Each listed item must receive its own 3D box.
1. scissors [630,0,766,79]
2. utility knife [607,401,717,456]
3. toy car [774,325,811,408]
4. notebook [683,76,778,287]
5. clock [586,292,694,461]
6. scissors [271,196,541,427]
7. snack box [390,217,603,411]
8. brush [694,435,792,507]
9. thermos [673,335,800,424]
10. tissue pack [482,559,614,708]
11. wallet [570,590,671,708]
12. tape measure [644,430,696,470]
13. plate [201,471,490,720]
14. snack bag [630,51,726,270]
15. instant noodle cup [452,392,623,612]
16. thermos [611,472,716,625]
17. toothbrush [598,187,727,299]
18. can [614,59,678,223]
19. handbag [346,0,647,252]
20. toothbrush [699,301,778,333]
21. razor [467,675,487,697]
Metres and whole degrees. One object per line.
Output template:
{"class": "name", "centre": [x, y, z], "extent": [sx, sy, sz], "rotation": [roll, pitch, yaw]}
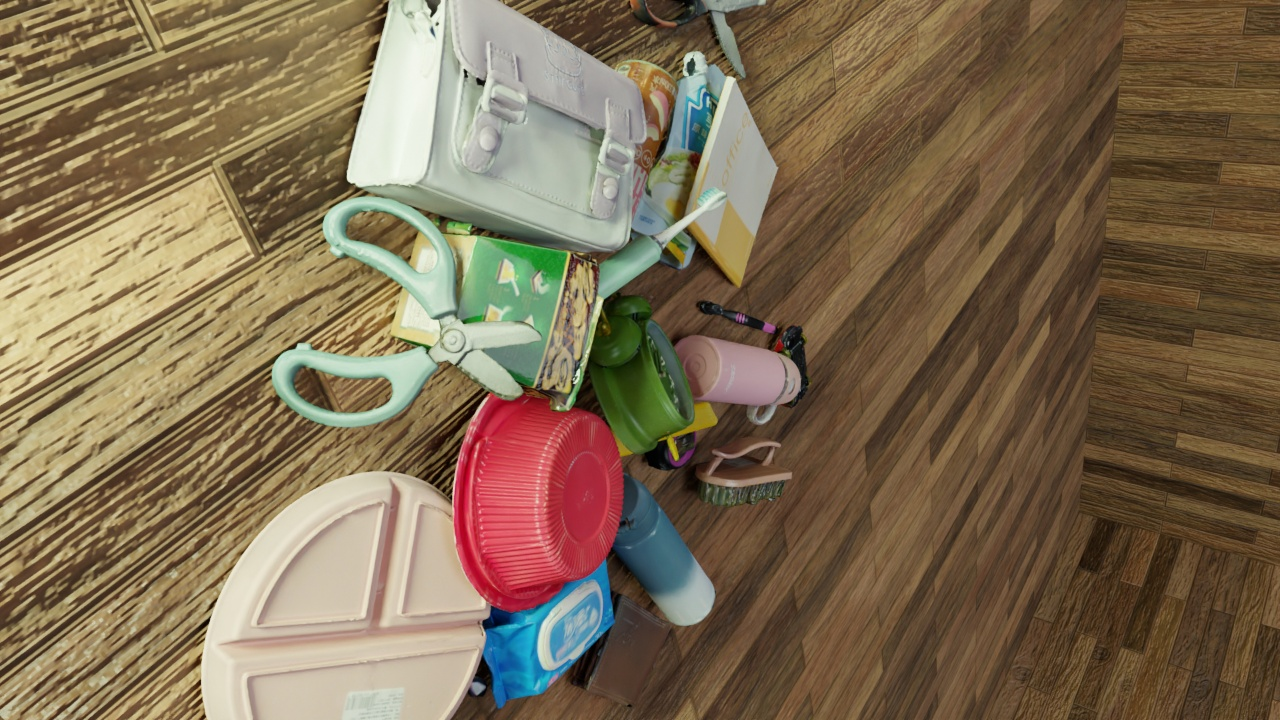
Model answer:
{"class": "scissors", "centre": [0.058, -0.342, 0.843], "extent": [0.188, 0.015, 0.223], "rotation": [-55, 139, -27]}
{"class": "utility knife", "centre": [0.011, 0.068, 0.886], "extent": [0.154, 0.015, 0.033], "rotation": [-12, 102, -31]}
{"class": "toy car", "centre": [0.183, 0.006, 1.123], "extent": [0.049, 0.031, 0.106], "rotation": [-41, 133, -40]}
{"class": "notebook", "centre": [0.094, -0.169, 0.920], "extent": [0.206, 0.010, 0.145], "rotation": [33, 73, -67]}
{"class": "clock", "centre": [-0.005, 0.005, 0.804], "extent": [0.161, 0.056, 0.116], "rotation": [63, 15, -16]}
{"class": "scissors", "centre": [-0.158, -0.010, 0.579], "extent": [0.178, 0.173, 0.019], "rotation": [-48, 178, -5]}
{"class": "snack box", "centre": [-0.108, -0.036, 0.653], "extent": [0.105, 0.118, 0.117], "rotation": [16, 87, -43]}
{"class": "brush", "centre": [0.112, 0.124, 1.042], "extent": [0.145, 0.063, 0.073], "rotation": [3, 103, -52]}
{"class": "thermos", "centre": [0.105, 0.024, 0.996], "extent": [0.198, 0.067, 0.087], "rotation": [10, 101, -56]}
{"class": "tissue pack", "centre": [-0.080, 0.233, 0.822], "extent": [0.156, 0.052, 0.095], "rotation": [-32, 126, -44]}
{"class": "wallet", "centre": [-0.017, 0.302, 0.953], "extent": [0.124, 0.032, 0.101], "rotation": [48, 61, -51]}
{"class": "tape measure", "centre": [0.031, 0.082, 0.934], "extent": [0.057, 0.039, 0.057], "rotation": [-32, 126, -44]}
{"class": "plate", "centre": [-0.191, 0.194, 0.651], "extent": [0.229, 0.028, 0.229], "rotation": [-8, 100, -51]}
{"class": "snack bag", "centre": [0.046, -0.189, 0.864], "extent": [0.110, 0.039, 0.191], "rotation": [29, 76, -47]}
{"class": "instant noodle cup", "centre": [-0.069, 0.109, 0.747], "extent": [0.193, 0.066, 0.194], "rotation": [0, 90, -64]}
{"class": "thermos", "centre": [0.014, 0.193, 0.929], "extent": [0.070, 0.070, 0.220], "rotation": [-56, 140, -25]}
{"class": "toothbrush", "centre": [-0.016, -0.077, 0.754], "extent": [0.224, 0.027, 0.026], "rotation": [-36, 144, -12]}
{"class": "can", "centre": [-0.017, -0.172, 0.763], "extent": [0.058, 0.058, 0.147], "rotation": [29, 78, -54]}
{"class": "handbag", "centre": [-0.087, -0.164, 0.641], "extent": [0.196, 0.099, 0.145], "rotation": [10, 84, -52]}
{"class": "toothbrush", "centre": [0.117, -0.046, 1.029], "extent": [0.189, 0.018, 0.014], "rotation": [12, 90, -56]}
{"class": "razor", "centre": [-0.159, 0.245, 0.745], "extent": [0.042, 0.022, 0.143], "rotation": [-55, 140, -25]}
